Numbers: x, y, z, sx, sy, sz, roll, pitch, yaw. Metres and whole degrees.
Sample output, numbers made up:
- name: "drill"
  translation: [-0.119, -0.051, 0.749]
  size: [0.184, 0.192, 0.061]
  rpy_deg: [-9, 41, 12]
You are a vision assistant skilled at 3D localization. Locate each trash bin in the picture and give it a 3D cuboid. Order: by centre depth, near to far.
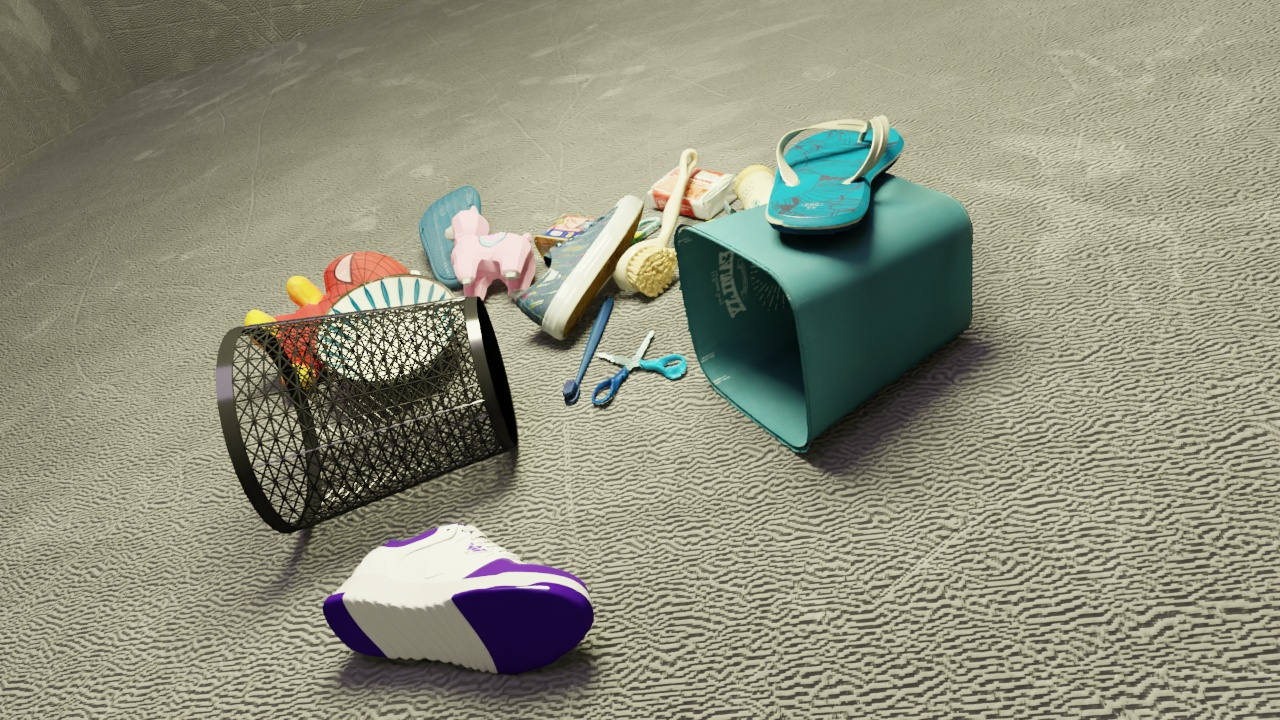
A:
- name: "trash bin"
  translation: [0.181, -0.064, 0.877]
  size: [0.218, 0.197, 0.199]
  rpy_deg: [-25, 35, -18]
- name: "trash bin"
  translation: [-0.265, 0.041, 0.946]
  size: [0.243, 0.217, 0.216]
  rpy_deg: [-14, 35, -3]

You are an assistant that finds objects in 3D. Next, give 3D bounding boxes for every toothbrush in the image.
- name: "toothbrush"
  translation: [-0.060, -0.017, 1.071]
  size: [0.016, 0.017, 0.189]
  rpy_deg: [-5, 38, 20]

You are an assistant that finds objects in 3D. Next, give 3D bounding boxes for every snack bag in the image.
- name: "snack bag"
  translation: [0.074, -0.235, 1.277]
  size: [0.076, 0.036, 0.116]
  rpy_deg: [-41, 40, -25]

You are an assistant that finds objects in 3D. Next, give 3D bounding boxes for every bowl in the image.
- name: "bowl"
  translation: [-0.303, -0.021, 1.137]
  size: [0.177, 0.071, 0.177]
  rpy_deg: [-4, 50, 4]

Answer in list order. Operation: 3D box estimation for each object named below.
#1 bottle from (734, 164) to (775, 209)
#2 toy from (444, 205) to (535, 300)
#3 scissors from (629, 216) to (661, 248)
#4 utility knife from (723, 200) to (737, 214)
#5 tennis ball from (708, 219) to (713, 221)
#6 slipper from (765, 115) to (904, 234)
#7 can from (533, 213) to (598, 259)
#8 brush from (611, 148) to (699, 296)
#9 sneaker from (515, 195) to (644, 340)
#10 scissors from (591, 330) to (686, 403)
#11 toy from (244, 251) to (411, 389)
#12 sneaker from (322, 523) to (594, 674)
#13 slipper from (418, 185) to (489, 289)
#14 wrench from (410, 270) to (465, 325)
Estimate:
- name: "bottle"
  translation: [0.162, -0.190, 1.156]
  size: [0.056, 0.056, 0.161]
  rpy_deg: [-18, 35, 4]
- name: "toy"
  translation: [-0.206, -0.148, 1.246]
  size: [0.123, 0.067, 0.157]
  rpy_deg: [-9, 51, 2]
- name: "scissors"
  translation: [-0.012, -0.156, 1.237]
  size: [0.126, 0.011, 0.131]
  rpy_deg: [13, 50, 41]
- name: "utility knife"
  translation: [0.131, -0.159, 1.156]
  size: [0.020, 0.029, 0.202]
  rpy_deg: [-15, 33, -2]
- name: "tennis ball"
  translation: [0.094, -0.139, 1.113]
  size: [0.065, 0.065, 0.065]
  rpy_deg: [-14, 36, 10]
- name: "slipper"
  translation: [0.179, -0.193, 0.867]
  size: [0.118, 0.060, 0.294]
  rpy_deg: [-1, 28, 22]
- name: "can"
  translation: [-0.089, -0.160, 1.238]
  size: [0.100, 0.054, 0.058]
  rpy_deg: [14, 52, 44]
- name: "brush"
  translation: [0.035, -0.186, 1.186]
  size: [0.077, 0.062, 0.271]
  rpy_deg: [4, 50, 22]
- name: "sneaker"
  translation: [-0.072, -0.131, 1.141]
  size: [0.079, 0.088, 0.234]
  rpy_deg: [28, 58, 7]
- name: "scissors"
  translation: [-0.011, 0.008, 1.015]
  size: [0.127, 0.014, 0.133]
  rpy_deg: [19, 52, 43]
- name: "toy"
  translation: [-0.396, -0.058, 1.209]
  size: [0.216, 0.147, 0.099]
  rpy_deg: [-36, 9, -17]
- name: "sneaker"
  translation: [-0.141, 0.191, 0.782]
  size: [0.245, 0.092, 0.110]
  rpy_deg: [-5, 29, 21]
- name: "slipper"
  translation: [-0.274, -0.179, 1.361]
  size: [0.104, 0.059, 0.213]
  rpy_deg: [-21, 49, 7]
- name: "wrench"
  translation: [-0.279, -0.080, 1.271]
  size: [0.047, 0.009, 0.273]
  rpy_deg: [-36, 38, -21]
